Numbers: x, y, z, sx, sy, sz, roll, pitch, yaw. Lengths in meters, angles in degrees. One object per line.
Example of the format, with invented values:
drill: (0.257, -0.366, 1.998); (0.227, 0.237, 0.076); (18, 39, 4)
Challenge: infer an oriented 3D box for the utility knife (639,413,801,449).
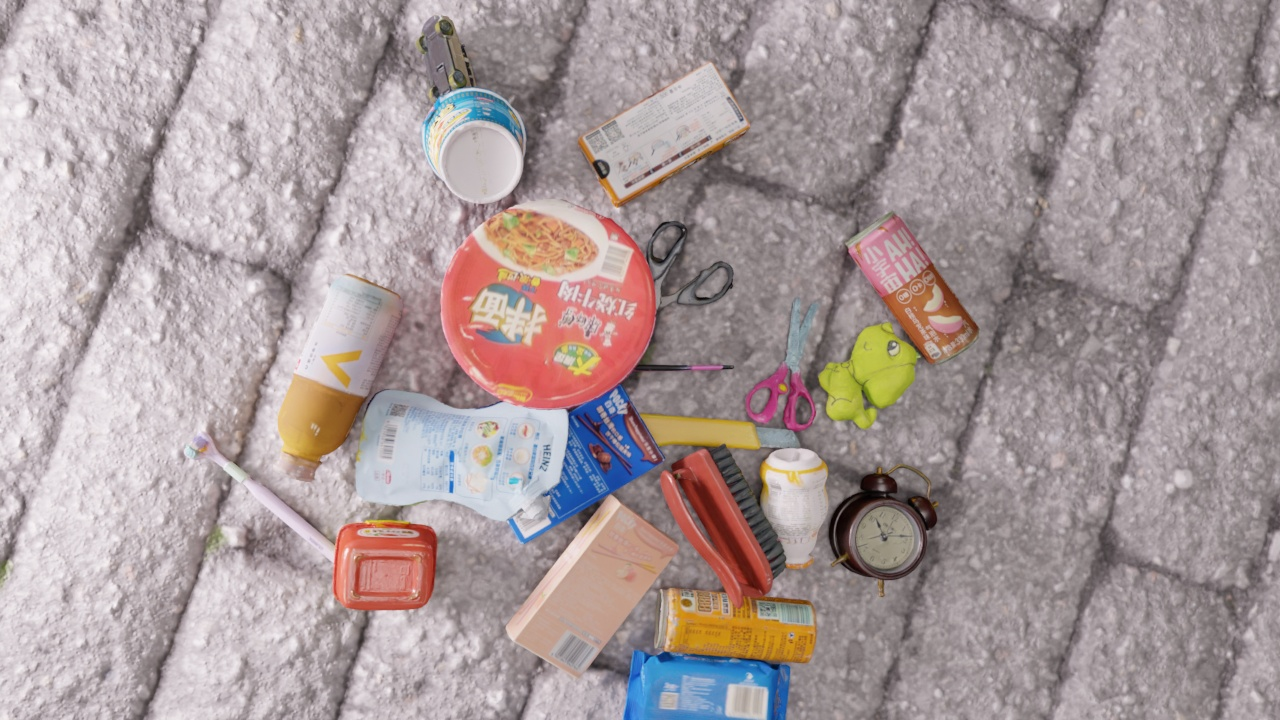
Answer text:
utility knife: (0.059, 0.071, 0.881); (0.193, 0.015, 0.033); (5, 90, -1)

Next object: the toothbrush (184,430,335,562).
toothbrush: (-0.340, 0.134, 0.851); (0.189, 0.021, 0.029); (40, 97, -4)

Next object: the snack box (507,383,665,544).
snack box: (-0.065, 0.096, 0.860); (0.157, 0.026, 0.084); (-31, 90, 2)

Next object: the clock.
clock: (0.232, 0.156, 0.872); (0.082, 0.055, 0.122); (32, 84, -2)

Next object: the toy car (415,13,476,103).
toy car: (-0.182, -0.280, 0.868); (0.035, 0.042, 0.090); (-17, 90, -49)

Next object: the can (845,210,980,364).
can: (0.261, -0.069, 0.881); (0.058, 0.058, 0.147); (-36, 90, -5)

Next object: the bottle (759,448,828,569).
bottle: (0.144, 0.140, 0.864); (0.063, 0.063, 0.108); (-3, 102, -4)

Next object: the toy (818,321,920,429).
toy: (0.223, 0.016, 0.889); (0.100, 0.031, 0.096); (-13, 88, 0)

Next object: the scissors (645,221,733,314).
scissors: (0.013, -0.056, 0.888); (0.159, 0.014, 0.170); (-4, 90, -1)

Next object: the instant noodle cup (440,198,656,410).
instant noodle cup: (-0.081, -0.046, 0.844); (0.194, 0.066, 0.193); (0, 79, 0)

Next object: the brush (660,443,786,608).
brush: (0.076, 0.154, 0.849); (0.069, 0.063, 0.146); (-27, 86, -30)

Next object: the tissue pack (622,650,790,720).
tissue pack: (0.060, 0.323, 0.855); (0.157, 0.052, 0.095); (6, 85, -4)

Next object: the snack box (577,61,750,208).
snack box: (0.023, -0.218, 0.887); (0.153, 0.026, 0.075); (-31, 90, -5)

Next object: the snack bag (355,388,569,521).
snack bag: (-0.162, 0.085, 0.836); (0.191, 0.039, 0.110); (6, 73, 10)

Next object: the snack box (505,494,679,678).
snack box: (-0.043, 0.210, 0.850); (0.084, 0.026, 0.157); (40, 85, -27)

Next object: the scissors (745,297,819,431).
scissors: (0.157, 0.005, 0.894); (0.077, 0.017, 0.137); (25, 83, -2)

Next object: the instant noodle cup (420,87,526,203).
instant noodle cup: (-0.145, -0.186, 0.817); (0.099, 0.110, 0.099); (-5, 115, -11)

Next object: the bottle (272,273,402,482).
bottle: (-0.280, 0.017, 0.836); (0.068, 0.068, 0.189); (22, 86, -3)

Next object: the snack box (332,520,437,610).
snack box: (-0.227, 0.188, 0.820); (0.091, 0.080, 0.082); (4, 88, -16)

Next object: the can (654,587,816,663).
can: (0.088, 0.247, 0.857); (0.146, 0.058, 0.058); (6, 87, -4)

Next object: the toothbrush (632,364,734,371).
toothbrush: (-0.005, 0.005, 0.876); (0.189, 0.014, 0.017); (-1, 81, -1)
